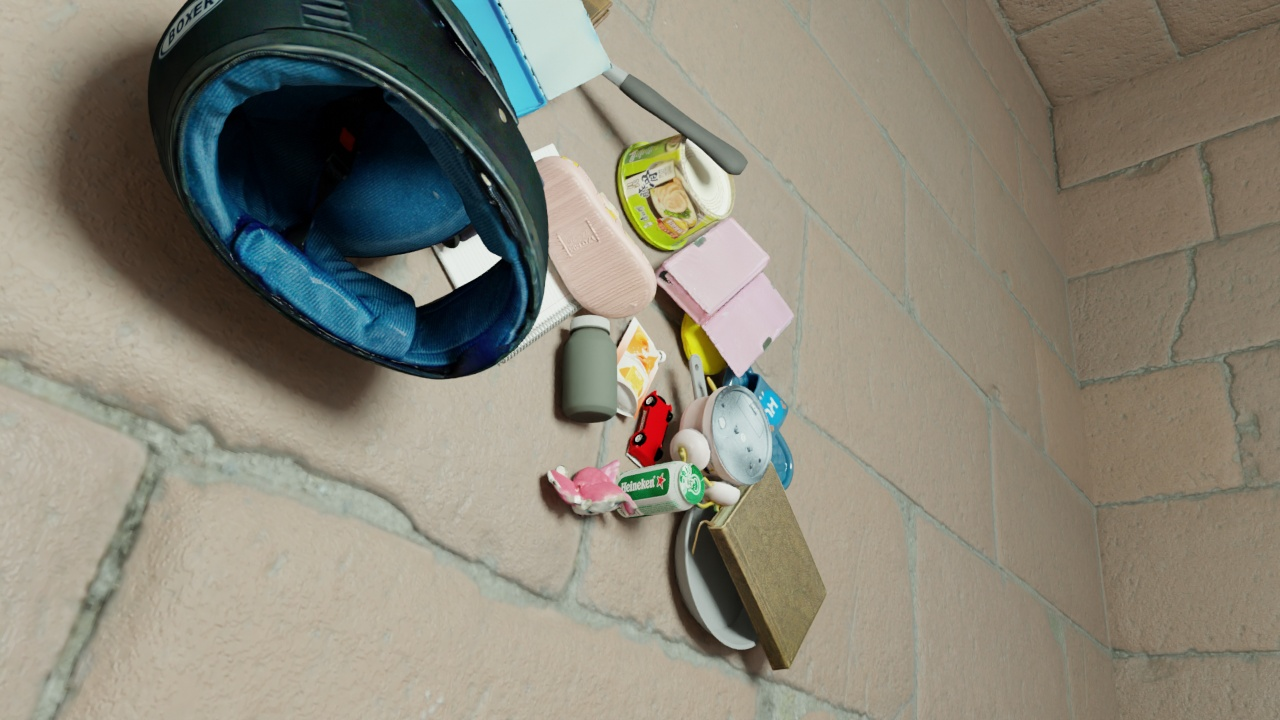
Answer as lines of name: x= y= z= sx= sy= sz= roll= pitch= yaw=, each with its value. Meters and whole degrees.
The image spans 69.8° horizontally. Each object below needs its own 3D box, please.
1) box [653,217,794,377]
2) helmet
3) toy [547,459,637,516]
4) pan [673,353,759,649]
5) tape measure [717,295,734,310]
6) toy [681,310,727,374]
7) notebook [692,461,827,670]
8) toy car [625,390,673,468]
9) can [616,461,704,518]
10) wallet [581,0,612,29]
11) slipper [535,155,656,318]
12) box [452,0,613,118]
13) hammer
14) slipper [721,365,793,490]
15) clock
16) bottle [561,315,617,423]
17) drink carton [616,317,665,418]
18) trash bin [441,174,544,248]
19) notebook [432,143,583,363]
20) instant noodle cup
box: x=0.127 y=-0.093 z=1.225 sx=0.179 sy=0.039 sz=0.232 roll=50 pitch=36 yaw=-2
helmet: x=-0.207 y=-0.160 z=0.711 sx=0.316 sy=0.249 sz=0.235 roll=45 pitch=17 yaw=-32
toy: x=-0.057 y=0.138 z=0.956 sx=0.102 sy=0.050 sz=0.065 roll=10 pitch=38 yaw=-40
pan: x=0.090 y=0.170 z=1.118 sx=0.200 sy=0.051 sz=0.356 roll=-9 pitch=84 yaw=-53
tape measure: x=0.117 y=-0.066 z=1.269 sx=0.064 sy=0.017 sz=0.064 roll=39 pitch=49 yaw=-37
toy: x=0.087 y=-0.028 z=1.197 sx=0.094 sy=0.041 sz=0.095 roll=7 pitch=72 yaw=-47
notebook: x=0.148 y=0.256 z=1.108 sx=0.189 sy=0.035 sz=0.215 roll=-41 pitch=113 yaw=-49
toy car: x=0.012 y=0.080 z=1.075 sx=0.038 sy=0.025 sz=0.089 roll=45 pitch=45 yaw=-32
can: x=0.016 y=0.141 z=0.994 sx=0.053 sy=0.101 sz=0.053 roll=22 pitch=60 yaw=-46
wallet: x=-0.102 y=-0.426 z=1.076 sx=0.121 sy=0.027 sz=0.098 roll=32 pitch=46 yaw=0
slipper: x=-0.057 y=-0.137 z=1.009 sx=0.197 sy=0.093 sz=0.081 roll=54 pitch=21 yaw=-17
box: x=-0.158 y=-0.392 z=1.000 sx=0.169 sy=0.071 sz=0.243 roll=-33 pitch=104 yaw=-25
hammer: x=0.000 y=-0.324 z=1.104 sx=0.311 sy=0.030 sz=0.124 roll=35 pitch=43 yaw=-6
slipper: x=0.162 y=0.090 z=1.226 sx=0.103 sy=0.059 sz=0.214 roll=-53 pitch=125 yaw=-43
clock: x=0.091 y=0.102 z=1.061 sx=0.117 sy=0.059 sz=0.157 roll=53 pitch=45 yaw=-24
bottle: x=-0.055 y=0.009 z=0.988 sx=0.060 sy=0.060 sz=0.108 roll=21 pitch=61 yaw=-46
drink carton: x=-0.006 y=0.006 z=1.077 sx=0.069 sy=0.039 sz=0.122 roll=54 pitch=35 yaw=-22
trash bin: x=-0.176 y=-0.205 z=0.872 sx=0.093 sy=0.092 sz=0.161 roll=-38 pitch=98 yaw=-37
notebook: x=-0.121 y=-0.123 z=0.993 sx=0.244 sy=0.013 sz=0.178 roll=-41 pitch=109 yaw=-50
instant noodle cup: x=0.050 y=-0.223 z=1.174 sx=0.146 sy=0.098 sz=0.146 roll=22 pitch=60 yaw=-46
